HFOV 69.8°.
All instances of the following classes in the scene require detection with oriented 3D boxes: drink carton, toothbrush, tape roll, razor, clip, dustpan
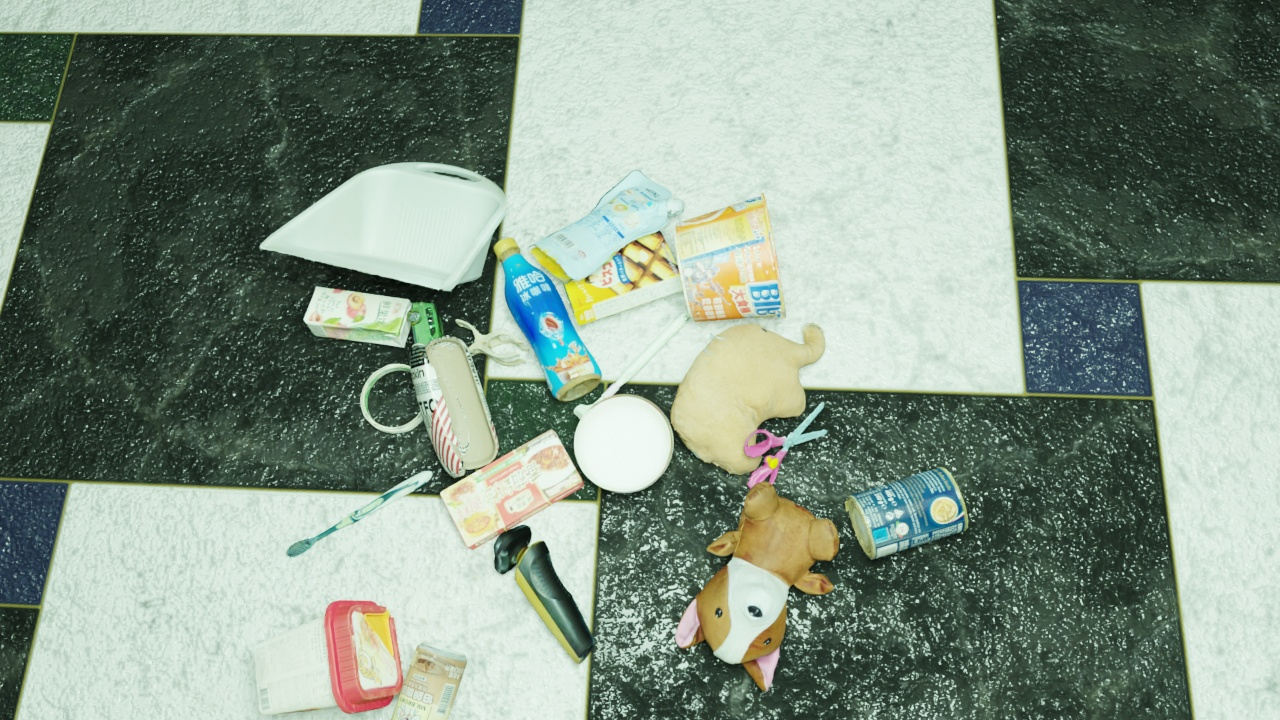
[{"bbox_3d":[-0.348,-0.053,1.143,0.122,0.046,0.053,8,63,5],"label":"drink carton"},{"bbox_3d":[-0.007,0.007,1.120,0.189,0.020,0.029,-45,106,-11],"label":"toothbrush"},{"bbox_3d":[-0.300,0.047,1.125,0.086,0.014,0.085,-1,73,3],"label":"tape roll"},{"bbox_3d":[-0.332,0.180,1.083,0.191,0.018,0.016,-30,73,-6],"label":"toothbrush"},{"bbox_3d":[-0.108,0.264,1.031,0.068,0.062,0.167,-40,78,22],"label":"razor"},{"bbox_3d":[-0.188,-0.020,1.133,0.100,0.035,0.071,9,73,15],"label":"clip"},{"bbox_3d":[-0.280,-0.178,1.105,0.223,0.257,0.143,13,97,7],"label":"dustpan"}]

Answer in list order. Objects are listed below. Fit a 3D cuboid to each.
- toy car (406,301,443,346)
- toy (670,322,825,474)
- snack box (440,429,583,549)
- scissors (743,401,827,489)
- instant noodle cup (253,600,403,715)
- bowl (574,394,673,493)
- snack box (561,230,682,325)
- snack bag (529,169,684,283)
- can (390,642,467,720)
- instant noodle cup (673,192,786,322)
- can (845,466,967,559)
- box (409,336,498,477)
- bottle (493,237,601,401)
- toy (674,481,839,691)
[{"bbox_3d":[-0.263,-0.029,1.132,0.036,0.043,0.091,-10,73,0],"label":"toy car"},{"bbox_3d":[0.131,0.021,1.075,0.143,0.083,0.225,45,77,-15],"label":"toy"},{"bbox_3d":[-0.150,0.151,1.077,0.153,0.025,0.075,-29,73,-6],"label":"snack box"},{"bbox_3d":[0.164,0.090,1.050,0.134,0.113,0.017,-46,40,-9],"label":"scissors"},{"bbox_3d":[-0.340,0.328,0.993,0.124,0.116,0.116,-17,71,9],"label":"instant noodle cup"},{"bbox_3d":[-0.017,0.101,1.067,0.113,0.062,0.113,-1,72,4],"label":"bowl"},{"bbox_3d":[-0.025,-0.103,1.133,0.140,0.034,0.086,-20,50,-1],"label":"snack box"},{"bbox_3d":[-0.040,-0.169,1.148,0.190,0.039,0.110,-36,43,-20],"label":"snack bag"},{"bbox_3d":[-0.233,0.371,0.995,0.058,0.058,0.116,15,74,8],"label":"can"},{"bbox_3d":[0.105,-0.114,1.090,0.111,0.151,0.151,-10,72,8],"label":"instant noodle cup"},{"bbox_3d":[0.294,0.170,1.020,0.111,0.075,0.075,-17,72,-2],"label":"can"},{"bbox_3d":[-0.217,0.051,1.083,0.087,0.076,0.163,-21,92,-33],"label":"box"},{"bbox_3d":[-0.121,-0.055,1.122,0.065,0.065,0.218,-27,72,-6],"label":"bottle"},{"bbox_3d":[0.129,0.242,0.989,0.140,0.130,0.199,30,86,6],"label":"toy"}]
